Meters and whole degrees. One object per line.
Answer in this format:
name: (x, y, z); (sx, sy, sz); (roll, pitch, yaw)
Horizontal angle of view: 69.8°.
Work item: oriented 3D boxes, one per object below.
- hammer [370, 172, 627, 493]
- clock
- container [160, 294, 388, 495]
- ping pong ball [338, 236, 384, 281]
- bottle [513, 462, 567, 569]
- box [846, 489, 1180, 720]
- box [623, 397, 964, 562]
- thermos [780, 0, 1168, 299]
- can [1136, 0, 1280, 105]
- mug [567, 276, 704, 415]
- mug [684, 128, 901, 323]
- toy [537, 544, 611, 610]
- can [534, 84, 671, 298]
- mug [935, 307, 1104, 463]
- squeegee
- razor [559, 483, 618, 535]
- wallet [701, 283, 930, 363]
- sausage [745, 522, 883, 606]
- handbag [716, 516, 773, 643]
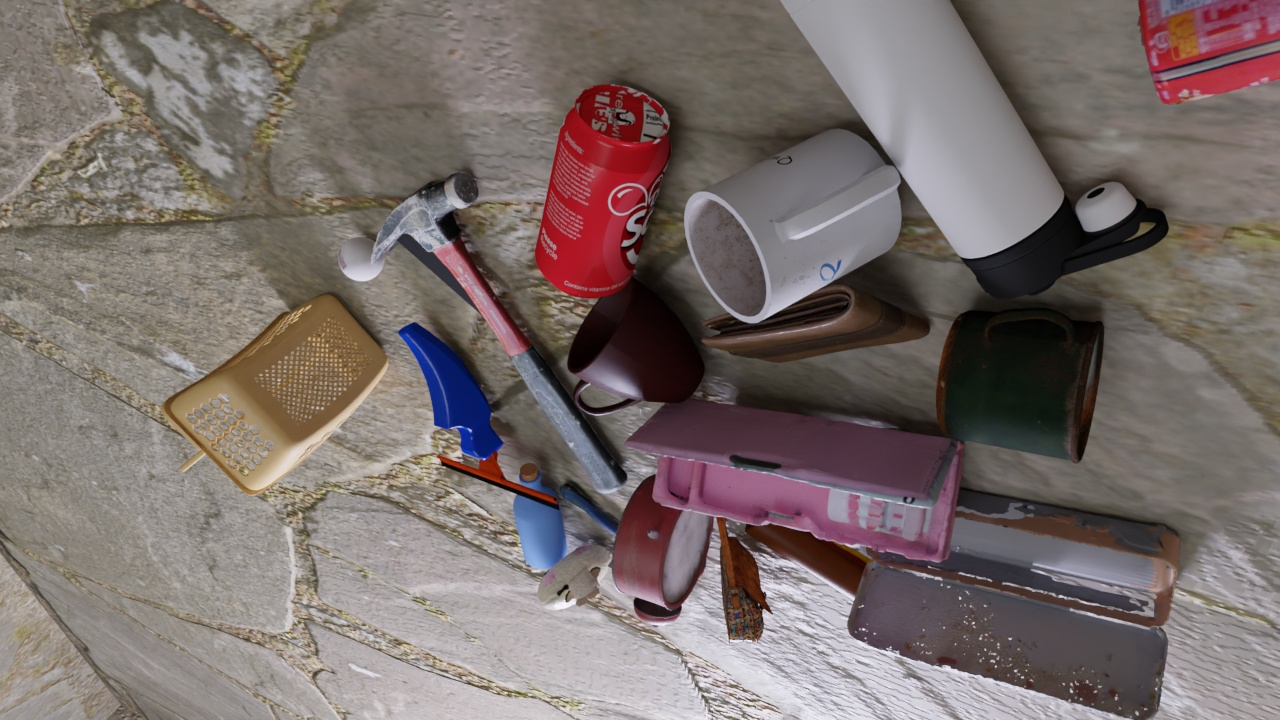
hammer: (-0.114, -0.008, 0.822); (0.141, 0.036, 0.326); (-15, 117, 40)
clock: (0.018, 0.176, 0.831); (0.062, 0.109, 0.157); (12, 132, 25)
container: (-0.367, 0.038, 0.928); (0.167, 0.182, 0.129); (-28, 108, 38)
ping pong ball: (-0.255, -0.093, 0.838); (0.040, 0.040, 0.040); (19, 135, 20)
bottle: (-0.106, 0.158, 0.949); (0.048, 0.047, 0.131); (16, 134, 23)
box: (0.262, 0.170, 0.668); (0.217, 0.095, 0.115); (8, 126, 30)
box: (0.105, 0.081, 0.671); (0.233, 0.106, 0.099); (9, 90, 28)
thermos: (0.174, -0.137, 0.486); (0.101, 0.068, 0.230); (-30, 108, 33)
can: (0.283, -0.156, 0.387); (0.125, 0.066, 0.067); (-7, 121, 39)
mug: (-0.004, 0.004, 0.715); (0.088, 0.087, 0.114); (33, 113, -20)
mug: (0.095, -0.082, 0.528); (0.083, 0.096, 0.120); (63, 161, -4)
toy: (-0.067, 0.226, 0.953); (0.050, 0.087, 0.112); (52, 167, 7)
can: (-0.028, -0.112, 0.637); (0.074, 0.074, 0.143); (30, 138, 9)
mug: (0.226, 0.005, 0.551); (0.081, 0.084, 0.111); (10, 147, 31)
squeegee: (-0.178, 0.043, 0.894); (0.250, 0.055, 0.185); (7, 132, 53)
razor: (-0.026, 0.171, 0.928); (0.141, 0.018, 0.044); (43, 139, 1)
wallet: (0.115, -0.020, 0.615); (0.121, 0.027, 0.098); (-13, 162, 42)
sausage: (0.159, 0.167, 0.774); (0.155, 0.040, 0.040); (32, 138, 0)
handbag: (0.080, 0.149, 0.803); (0.043, 0.093, 0.196); (-11, 109, 4)
